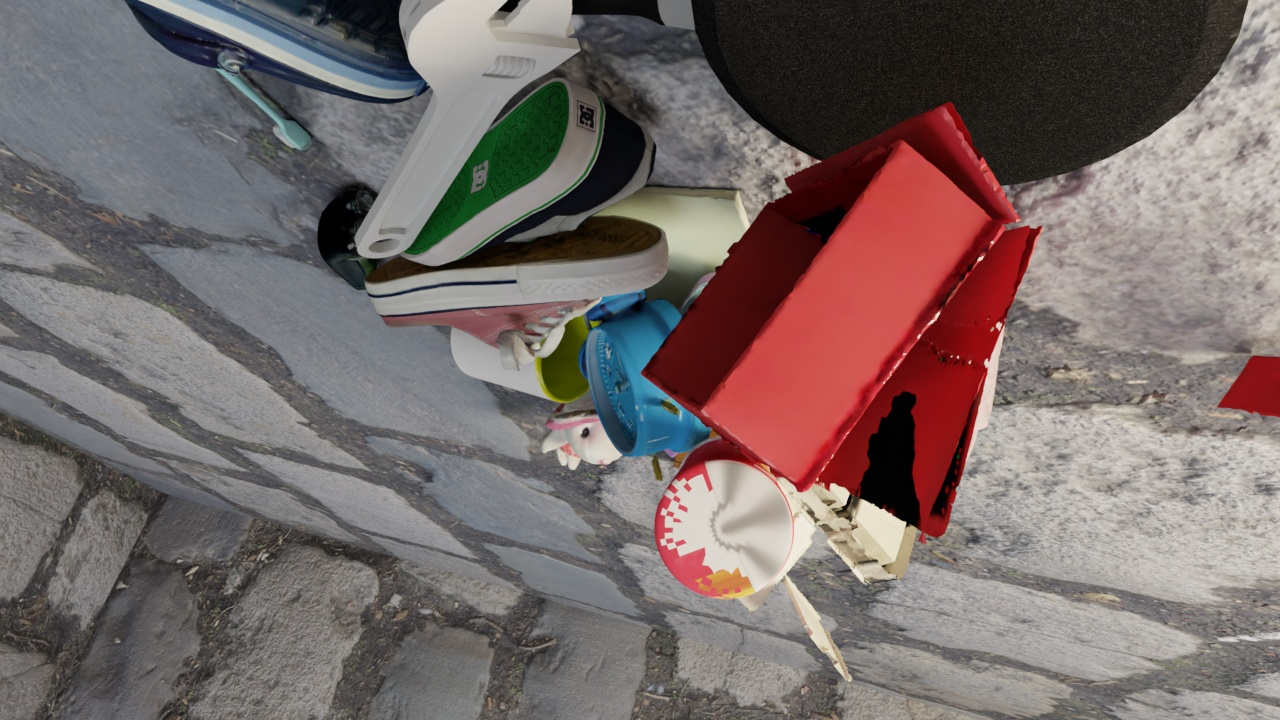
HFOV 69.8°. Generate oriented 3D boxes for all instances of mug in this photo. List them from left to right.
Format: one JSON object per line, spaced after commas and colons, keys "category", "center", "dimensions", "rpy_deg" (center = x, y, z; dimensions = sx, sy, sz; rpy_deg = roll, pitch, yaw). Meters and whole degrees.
{"category": "mug", "center": [-0.096, -0.014, 0.780], "dimensions": [0.106, 0.082, 0.082], "rpy_deg": [12, 158, 35]}

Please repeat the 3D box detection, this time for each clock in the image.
{"category": "clock", "center": [-0.004, 0.004, 0.694], "dimensions": [0.060, 0.161, 0.117], "rpy_deg": [-17, 144, -20]}

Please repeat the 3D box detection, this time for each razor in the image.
{"category": "razor", "center": [-0.232, -0.093, 0.769], "dimensions": [0.067, 0.054, 0.152], "rpy_deg": [3, 165, -9]}

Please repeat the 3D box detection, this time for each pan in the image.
{"category": "pan", "center": [0.069, -0.157, 0.416], "dimensions": [0.357, 0.034, 0.225], "rpy_deg": [8, 156, 20]}

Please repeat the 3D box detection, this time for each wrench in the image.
{"category": "wrench", "center": [-0.116, -0.119, 0.497], "dimensions": [0.086, 0.018, 0.274], "rpy_deg": [-8, 163, -36]}

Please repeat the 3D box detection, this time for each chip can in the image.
{"category": "chip can", "center": [0.050, 0.085, 0.546], "dimensions": [0.069, 0.069, 0.220], "rpy_deg": [15, 179, 6]}

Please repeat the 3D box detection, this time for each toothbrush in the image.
{"category": "toothbrush", "center": [-0.282, -0.198, 0.599], "dimensions": [0.017, 0.016, 0.180], "rpy_deg": [14, 159, 32]}

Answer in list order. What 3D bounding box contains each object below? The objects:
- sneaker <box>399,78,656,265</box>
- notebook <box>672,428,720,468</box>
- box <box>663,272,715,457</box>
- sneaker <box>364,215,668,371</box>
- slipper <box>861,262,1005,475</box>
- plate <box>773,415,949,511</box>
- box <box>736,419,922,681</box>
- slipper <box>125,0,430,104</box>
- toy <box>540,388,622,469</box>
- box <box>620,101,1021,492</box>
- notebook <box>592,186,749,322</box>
{"category": "sneaker", "center": [-0.082, -0.105, 0.591], "dimensions": [0.079, 0.084, 0.236], "rpy_deg": [14, 165, -38]}
{"category": "notebook", "center": [0.163, 0.126, 1.011], "dimensions": [0.249, 0.014, 0.179], "rpy_deg": [16, 157, 4]}
{"category": "box", "center": [0.060, 0.005, 0.724], "dimensions": [0.077, 0.096, 0.215], "rpy_deg": [-13, 165, -18]}
{"category": "sneaker", "center": [-0.085, -0.040, 0.642], "dimensions": [0.242, 0.118, 0.088], "rpy_deg": [-4, 117, 29]}
{"category": "slipper", "center": [0.197, 0.020, 0.638], "dimensions": [0.094, 0.064, 0.239], "rpy_deg": [7, 142, 21]}
{"category": "plate", "center": [0.171, 0.064, 0.781], "dimensions": [0.182, 0.034, 0.183], "rpy_deg": [11, 131, 13]}
{"category": "box", "center": [0.132, 0.131, 0.702], "dimensions": [0.069, 0.190, 0.143], "rpy_deg": [-27, 110, 43]}
{"category": "slipper", "center": [-0.218, -0.194, 0.445], "dimensions": [0.252, 0.105, 0.095], "rpy_deg": [25, 149, -22]}
{"category": "toy", "center": [-0.046, 0.070, 0.954], "dimensions": [0.159, 0.084, 0.195], "rpy_deg": [3, 165, -27]}
{"category": "box", "center": [0.004, -0.109, 0.423], "dimensions": [0.325, 0.153, 0.214], "rpy_deg": [53, 177, -8]}
{"category": "notebook", "center": [0.015, -0.056, 0.712], "dimensions": [0.182, 0.010, 0.252], "rpy_deg": [8, 155, 23]}
